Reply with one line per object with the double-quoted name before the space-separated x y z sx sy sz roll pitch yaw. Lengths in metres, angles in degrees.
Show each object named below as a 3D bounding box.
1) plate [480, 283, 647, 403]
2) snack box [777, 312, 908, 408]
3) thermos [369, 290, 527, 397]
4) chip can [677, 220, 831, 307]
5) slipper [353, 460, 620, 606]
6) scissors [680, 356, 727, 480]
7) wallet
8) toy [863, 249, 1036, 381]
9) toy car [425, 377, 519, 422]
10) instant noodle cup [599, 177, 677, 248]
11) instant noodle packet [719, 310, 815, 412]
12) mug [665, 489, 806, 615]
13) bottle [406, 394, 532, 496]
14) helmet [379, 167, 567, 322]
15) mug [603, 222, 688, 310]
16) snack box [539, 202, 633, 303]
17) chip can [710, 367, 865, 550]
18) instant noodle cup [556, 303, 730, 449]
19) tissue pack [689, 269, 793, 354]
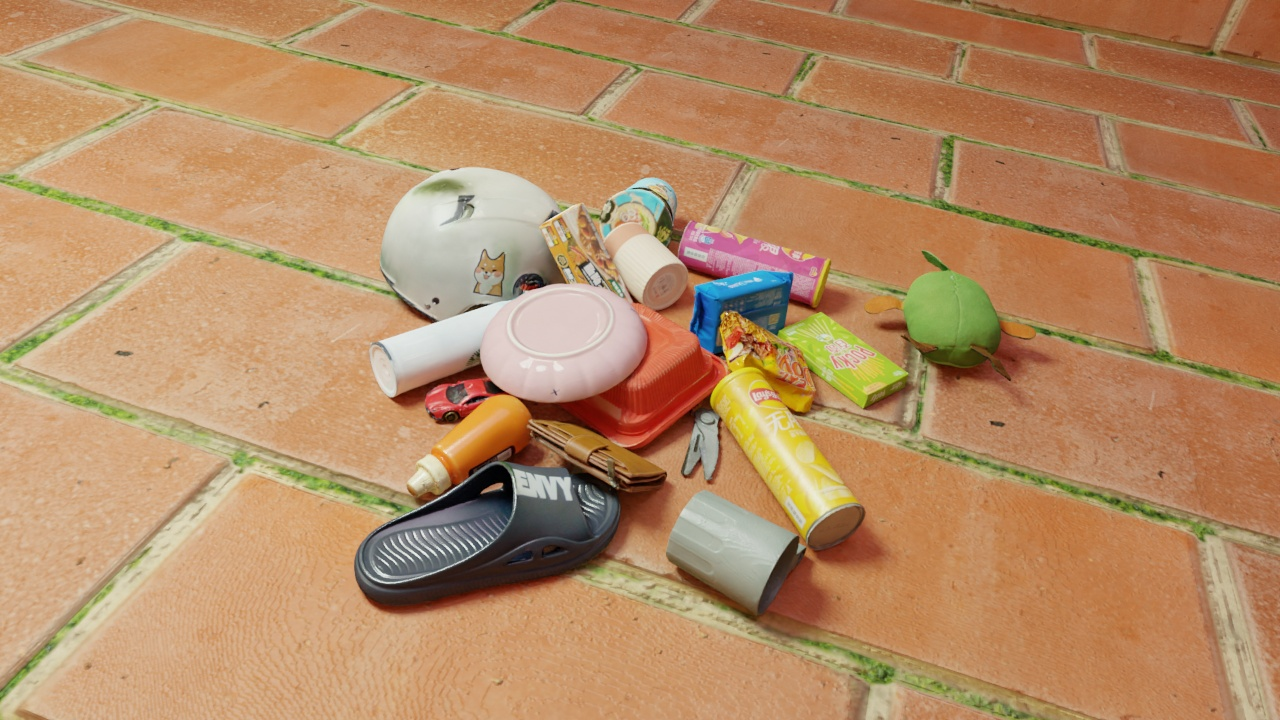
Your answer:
"plate" -0.089 -0.032 1.043 0.192 0.039 0.192 -3 43 3
"snack box" 0.261 -0.003 1.194 0.085 0.026 0.156 -22 47 -32
"thermos" -0.207 -0.022 1.105 0.223 0.073 0.073 -22 47 -34
"chip can" 0.162 -0.140 1.316 0.211 0.072 0.071 19 39 15
"slipper" -0.137 0.154 0.876 0.267 0.083 0.110 -13 44 -24
"scissors" 0.069 0.059 1.091 0.201 0.015 0.206 -23 48 -34
"wallet" -0.049 0.100 0.964 0.131 0.035 0.119 26 1 21
"toy" 0.418 -0.054 1.238 0.227 0.090 0.246 14 34 6
"toy car" -0.194 0.042 1.053 0.106 0.031 0.049 -8 39 -17
"instant noodle cup" 0.006 -0.221 1.373 0.111 0.111 0.120 13 31 7
"instant noodle packet" 0.158 0.001 1.126 0.128 0.044 0.110 29 32 -24
"mug" 0.097 0.181 0.897 0.103 0.084 0.123 25 14 23
"bottle" -0.182 0.095 0.966 0.067 0.067 0.149 33 52 29
"helmet" -0.210 -0.175 1.226 0.273 0.157 0.230 -10 42 -22
"mug" 0.015 -0.127 1.278 0.114 0.082 0.106 12 27 -48
"snack box" -0.070 -0.124 1.205 0.026 0.154 0.075 -14 19 41
"chip can" 0.154 0.101 0.993 0.072 0.072 0.213 -11 45 -23
"instant noodle cup" -0.006 0.006 1.084 0.164 0.079 0.188 31 53 32
"tissue pack" 0.130 -0.066 1.197 0.156 0.095 0.052 -14 37 -27
